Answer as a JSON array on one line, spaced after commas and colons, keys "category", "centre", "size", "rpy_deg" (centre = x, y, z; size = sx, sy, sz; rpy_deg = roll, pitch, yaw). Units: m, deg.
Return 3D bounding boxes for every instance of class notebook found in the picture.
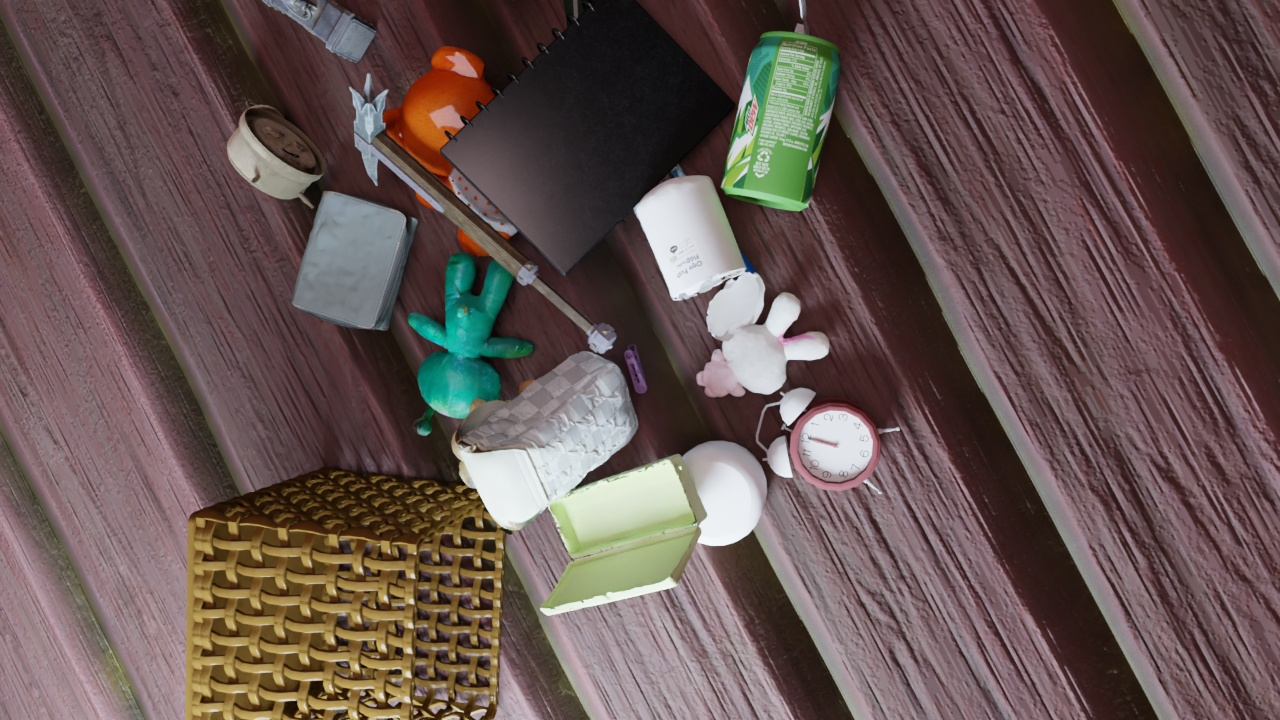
[{"category": "notebook", "centre": [-0.050, -0.219, 0.854], "size": [0.169, 0.019, 0.231], "rpy_deg": [45, 83, -5]}]

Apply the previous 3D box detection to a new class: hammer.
[{"category": "hammer", "centre": [-0.353, -0.342, 0.802], "size": [0.098, 0.321, 0.044], "rpy_deg": [37, 100, 7]}, {"category": "hammer", "centre": [-0.146, -0.115, 0.858], "size": [0.317, 0.147, 0.028], "rpy_deg": [42, 64, 4]}]

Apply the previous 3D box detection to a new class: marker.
[{"category": "marker", "centre": [0.069, -0.137, 0.886], "size": [0.013, 0.013, 0.142], "rpy_deg": [-36, 86, 12]}]

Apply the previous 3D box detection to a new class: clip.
[{"category": "clip", "centre": [-0.006, 0.007, 0.905], "size": [0.014, 0.045, 0.050], "rpy_deg": [-12, 78, 11]}]

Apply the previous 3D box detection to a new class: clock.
[{"category": "clock", "centre": [0.172, 0.076, 0.865], "size": [0.124, 0.044, 0.087], "rpy_deg": [15, 97, 9]}, {"category": "clock", "centre": [-0.384, -0.220, 0.946], "size": [0.055, 0.093, 0.140], "rpy_deg": [-43, 60, 18]}]

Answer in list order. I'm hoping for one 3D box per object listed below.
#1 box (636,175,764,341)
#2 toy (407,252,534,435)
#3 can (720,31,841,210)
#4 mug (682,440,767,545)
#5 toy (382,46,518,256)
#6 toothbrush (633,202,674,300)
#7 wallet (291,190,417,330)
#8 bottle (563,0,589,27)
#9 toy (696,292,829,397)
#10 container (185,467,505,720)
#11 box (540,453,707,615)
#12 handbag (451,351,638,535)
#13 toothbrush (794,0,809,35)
[{"category": "box", "centre": [0.061, -0.090, 0.854], "size": [0.081, 0.091, 0.160], "rpy_deg": [-23, 86, 30]}, {"category": "toy", "centre": [-0.176, -0.010, 0.917], "size": [0.130, 0.072, 0.193], "rpy_deg": [11, 98, 2]}, {"category": "can", "centre": [0.128, -0.214, 0.831], "size": [0.083, 0.083, 0.144], "rpy_deg": [14, 97, 11]}, {"category": "mug", "centre": [0.063, 0.128, 0.880], "size": [0.116, 0.068, 0.094], "rpy_deg": [-12, 92, 13]}, {"category": "toy", "centre": [-0.160, -0.207, 0.897], "size": [0.164, 0.092, 0.172], "rpy_deg": [-42, 98, 14]}, {"category": "toothbrush", "centre": [0.004, -0.146, 0.895], "size": [0.024, 0.022, 0.185], "rpy_deg": [-25, 90, -5]}, {"category": "wallet", "centre": [-0.294, -0.102, 0.948], "size": [0.100, 0.054, 0.132], "rpy_deg": [18, 96, 1]}, {"category": "bottle", "centre": [-0.064, -0.387, 0.875], "size": [0.055, 0.055, 0.174], "rpy_deg": [-2, 97, 12]}, {"category": "toy", "centre": [0.112, -0.006, 0.875], "size": [0.126, 0.037, 0.076], "rpy_deg": [-36, 90, 15]}, {"category": "container", "centre": [-0.272, 0.253, 0.883], "size": [0.214, 0.219, 0.251], "rpy_deg": [4, 95, 12]}, {"category": "box", "centre": [-0.019, 0.168, 0.864], "size": [0.189, 0.061, 0.133], "rpy_deg": [-27, 50, 42]}, {"category": "handbag", "centre": [-0.093, 0.065, 0.878], "size": [0.171, 0.123, 0.113], "rpy_deg": [-35, 127, -22]}, {"category": "toothbrush", "centre": [0.132, -0.303, 0.774], "size": [0.010, 0.181, 0.010], "rpy_deg": [18, 92, 13]}]
